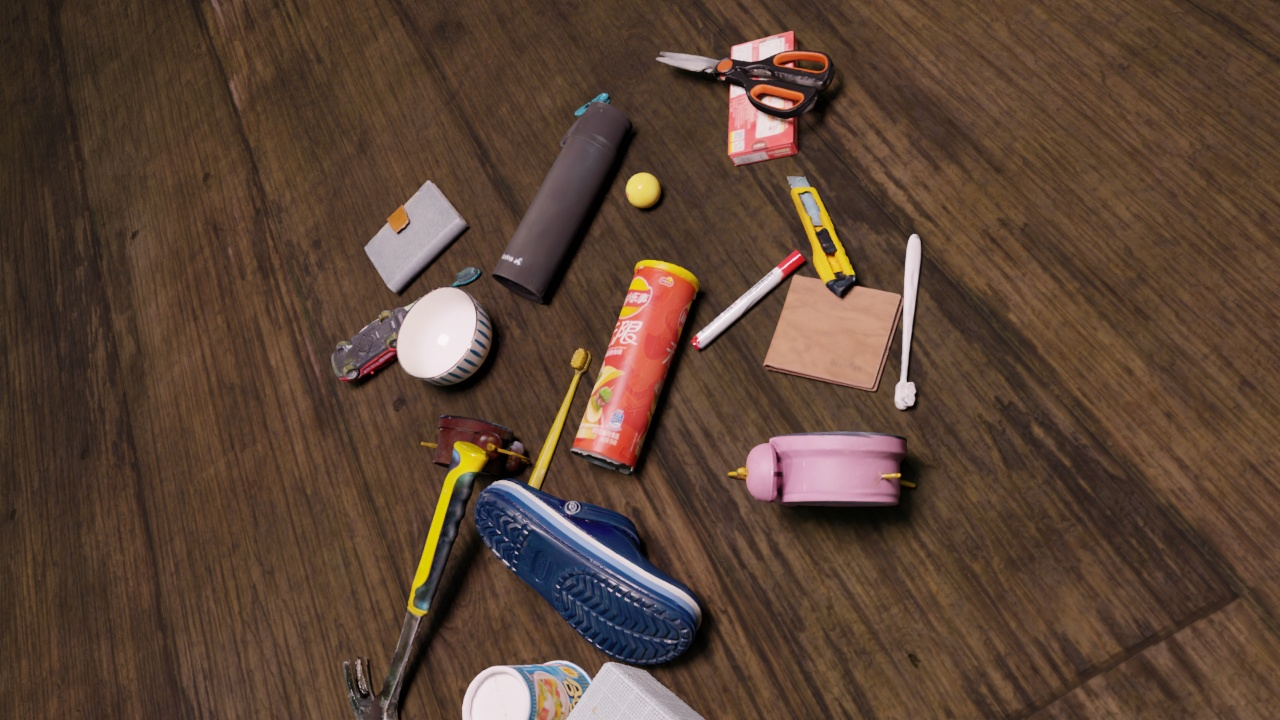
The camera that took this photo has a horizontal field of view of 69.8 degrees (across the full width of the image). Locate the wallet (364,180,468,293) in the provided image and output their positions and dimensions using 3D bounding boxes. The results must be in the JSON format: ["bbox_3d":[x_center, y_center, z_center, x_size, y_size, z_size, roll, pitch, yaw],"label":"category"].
[{"bbox_3d":[-0.300,-0.165,1.203,0.130,0.037,0.106,-43,57,4],"label":"wallet"}]

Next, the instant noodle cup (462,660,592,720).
[{"bbox_3d":[-0.104,0.321,0.843,0.099,0.110,0.099,-11,63,23],"label":"instant noodle cup"}]

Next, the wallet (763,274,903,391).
[{"bbox_3d":[0.188,-0.028,0.898,0.115,0.020,0.101,12,75,29],"label":"wallet"}]

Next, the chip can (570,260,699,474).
[{"bbox_3d":[-0.006,0.006,0.953,0.073,0.073,0.216,13,76,31],"label":"chip can"}]

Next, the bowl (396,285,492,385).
[{"bbox_3d":[-0.221,-0.022,1.081,0.117,0.066,0.116,-11,64,24],"label":"bowl"}]

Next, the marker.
[{"bbox_3d":[0.111,-0.062,0.954,0.145,0.017,0.017,-41,56,6],"label":"marker"}]

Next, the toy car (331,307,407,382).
[{"bbox_3d":[-0.330,-0.016,1.148,0.120,0.045,0.053,-31,56,7],"label":"toy car"}]

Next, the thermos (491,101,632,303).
[{"bbox_3d":[-0.096,-0.190,1.093,0.090,0.068,0.242,15,74,48],"label":"thermos"}]

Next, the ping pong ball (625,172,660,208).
[{"bbox_3d":[0.003,-0.195,1.053,0.040,0.040,0.040,-11,64,23],"label":"ping pong ball"}]

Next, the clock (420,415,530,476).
[{"bbox_3d":[-0.173,0.095,0.996,0.122,0.082,0.055,4,75,30],"label":"clock"}]

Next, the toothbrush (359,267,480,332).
[{"bbox_3d":[-0.284,-0.073,1.165,0.192,0.018,0.016,-25,58,16],"label":"toothbrush"}]

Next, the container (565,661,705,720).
[{"bbox_3d":[0.002,0.329,0.799,0.111,0.090,0.090,33,86,37],"label":"container"}]

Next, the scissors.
[{"bbox_3d":[0.117,-0.335,1.038,0.139,0.022,0.235,-39,53,-2],"label":"scissors"}]

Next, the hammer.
[{"bbox_3d":[-0.227,0.238,0.946,0.126,0.031,0.323,22,96,34],"label":"hammer"}]

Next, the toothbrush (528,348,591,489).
[{"bbox_3d":[-0.094,0.075,1.001,0.016,0.016,0.190,13,75,32],"label":"toothbrush"}]

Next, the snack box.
[{"bbox_3d":[0.139,-0.296,1.035,0.075,0.025,0.152,-7,66,24],"label":"snack box"}]

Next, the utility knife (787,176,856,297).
[{"bbox_3d":[0.181,-0.134,0.938,0.033,0.015,0.176,-17,53,4],"label":"utility knife"}]

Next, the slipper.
[{"bbox_3d":[-0.047,0.194,0.885,0.253,0.105,0.095,29,42,20],"label":"slipper"}]

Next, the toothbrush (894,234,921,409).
[{"bbox_3d":[0.256,-0.040,0.867,0.016,0.016,0.179,-27,49,60],"label":"toothbrush"}]

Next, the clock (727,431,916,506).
[{"bbox_3d":[0.154,0.098,0.805,0.159,0.117,0.059,-3,79,25],"label":"clock"}]

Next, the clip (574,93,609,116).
[{"bbox_3d":[-0.059,-0.314,1.150,0.013,0.034,0.055,33,70,33],"label":"clip"}]
